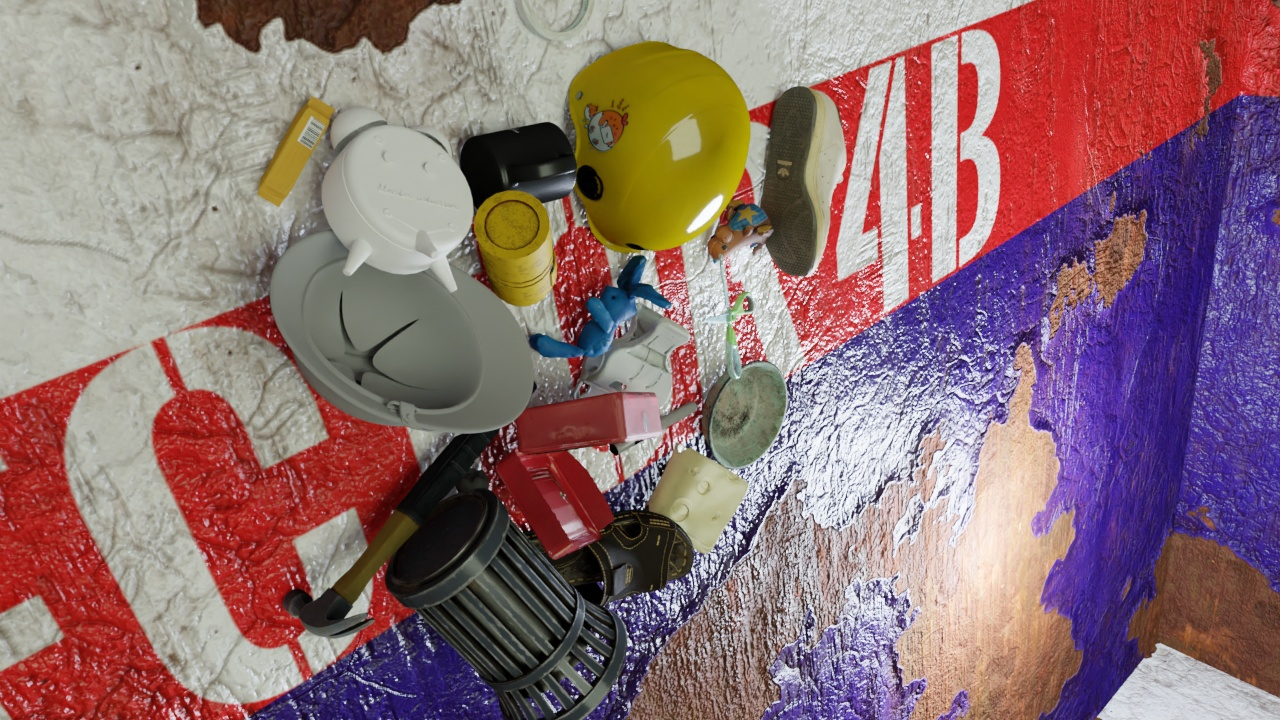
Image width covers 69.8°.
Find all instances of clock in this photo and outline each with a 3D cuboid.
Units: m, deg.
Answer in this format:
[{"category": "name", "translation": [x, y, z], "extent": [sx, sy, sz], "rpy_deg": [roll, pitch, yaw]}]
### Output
[{"category": "clock", "translation": [-0.210, -0.148, 0.812], "extent": [0.125, 0.073, 0.160], "rpy_deg": [7, 64, -43]}]

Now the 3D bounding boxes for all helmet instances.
[{"category": "helmet", "translation": [0.038, -0.221, 1.002], "extent": [0.208, 0.140, 0.240], "rpy_deg": [-19, 118, -36]}, {"category": "helmet", "translation": [-0.237, -0.007, 0.856], "extent": [0.271, 0.118, 0.183], "rpy_deg": [23, 53, -41]}]

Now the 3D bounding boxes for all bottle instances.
[{"category": "bottle", "translation": [-0.182, 0.174, 1.024], "extent": [0.036, 0.036, 0.110], "rpy_deg": [-22, 119, -35]}, {"category": "bottle", "translation": [-0.120, -0.100, 0.914], "extent": [0.071, 0.071, 0.164], "rpy_deg": [-52, 172, -15]}]

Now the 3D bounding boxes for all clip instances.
[{"category": "clip", "translation": [-0.006, 0.006, 1.110], "extent": [0.124, 0.073, 0.143], "rpy_deg": [28, 96, -47]}]

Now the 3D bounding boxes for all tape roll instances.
[{"category": "tape roll", "translation": [-0.085, -0.371, 0.923], "extent": [0.092, 0.013, 0.093], "rpy_deg": [-16, 115, -38]}]

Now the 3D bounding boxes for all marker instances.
[{"category": "marker", "translation": [0.019, 0.086, 1.187], "extent": [0.140, 0.016, 0.016], "rpy_deg": [-26, 122, -33]}]

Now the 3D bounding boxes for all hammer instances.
[{"category": "hammer", "translation": [-0.220, 0.139, 0.938], "extent": [0.332, 0.118, 0.025], "rpy_deg": [-52, 130, -22]}]

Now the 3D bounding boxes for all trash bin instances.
[{"category": "trash bin", "translation": [-0.144, 0.258, 0.965], "extent": [0.164, 0.164, 0.227], "rpy_deg": [-46, 117, -20]}]

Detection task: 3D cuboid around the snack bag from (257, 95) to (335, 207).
[{"category": "snack bag", "translation": [-0.300, -0.182, 0.796], "extent": [0.026, 0.020, 0.099], "rpy_deg": [30, 85, -39]}]

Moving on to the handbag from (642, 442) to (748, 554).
[{"category": "handbag", "translation": [0.067, 0.186, 1.224], "extent": [0.111, 0.081, 0.119], "rpy_deg": [33, 85, -31]}]

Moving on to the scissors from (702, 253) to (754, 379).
[{"category": "scissors", "translation": [0.116, -0.053, 1.177], "extent": [0.171, 0.022, 0.174], "rpy_deg": [-17, 112, -59]}]

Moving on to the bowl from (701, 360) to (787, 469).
[{"category": "bowl", "translation": [0.138, 0.071, 1.272], "extent": [0.157, 0.039, 0.158], "rpy_deg": [-16, 116, -37]}]

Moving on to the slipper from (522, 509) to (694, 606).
[{"category": "slipper", "translation": [-0.046, 0.248, 1.111], "extent": [0.267, 0.076, 0.113], "rpy_deg": [2, 110, -27]}]

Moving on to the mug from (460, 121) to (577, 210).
[{"category": "mug", "translation": [-0.111, -0.188, 0.898], "extent": [0.087, 0.114, 0.078], "rpy_deg": [-22, 111, -35]}]

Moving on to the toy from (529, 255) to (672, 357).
[{"category": "toy", "translation": [-0.039, -0.049, 1.032], "extent": [0.176, 0.113, 0.071], "rpy_deg": [-38, 114, -14]}]

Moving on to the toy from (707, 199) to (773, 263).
[{"category": "toy", "translation": [0.127, -0.152, 1.184], "extent": [0.090, 0.070, 0.103], "rpy_deg": [-37, 151, -10]}]

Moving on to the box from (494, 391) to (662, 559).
[{"category": "box", "translation": [-0.052, 0.097, 1.000], "extent": [0.168, 0.154, 0.157], "rpy_deg": [-42, 169, 12]}]

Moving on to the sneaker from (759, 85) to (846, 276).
[{"category": "sneaker", "translation": [0.223, -0.234, 1.210], "extent": [0.102, 0.089, 0.242], "rpy_deg": [-15, 111, -47]}]
